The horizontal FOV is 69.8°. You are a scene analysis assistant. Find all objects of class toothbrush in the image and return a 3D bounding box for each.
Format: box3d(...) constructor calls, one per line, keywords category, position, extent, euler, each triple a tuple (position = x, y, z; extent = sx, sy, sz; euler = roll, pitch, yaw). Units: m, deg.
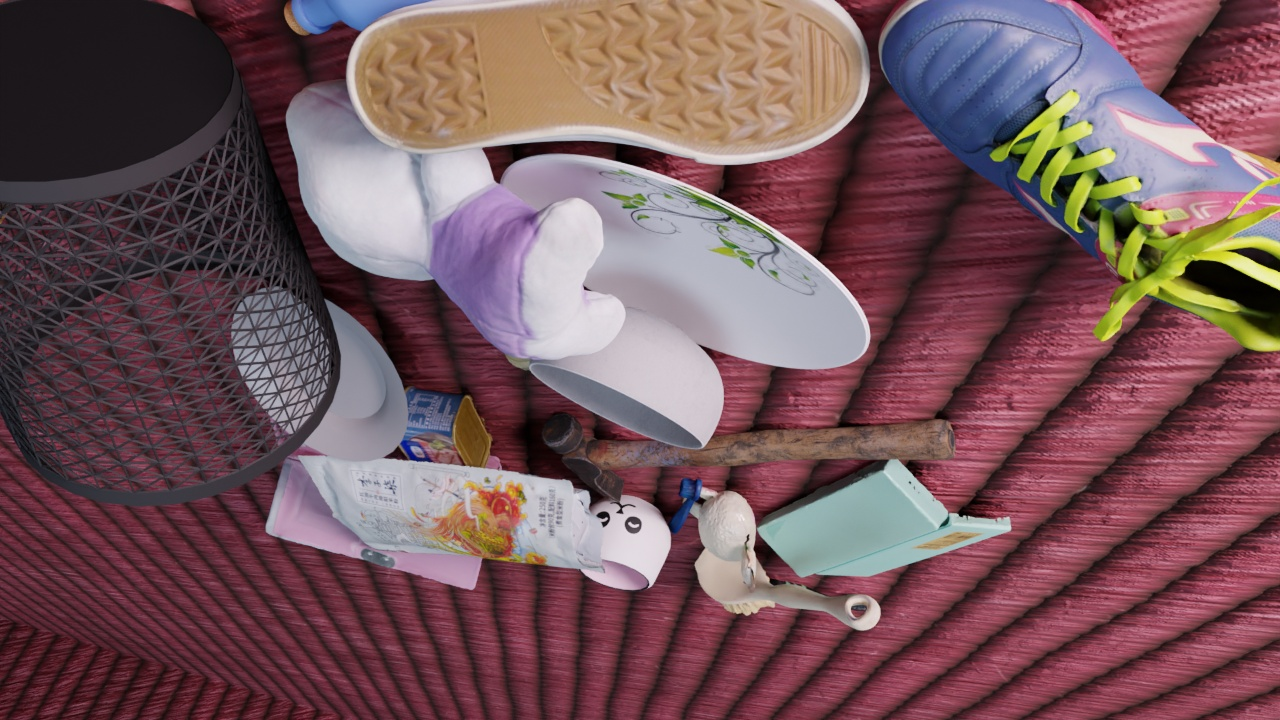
box3d(category="toothbrush", position=(0.149, 0.235, 0.961), extent=(0.188, 0.014, 0.017), euler=(11, 133, 9))
box3d(category="toothbrush", position=(0.036, 0.132, 0.818), extent=(0.017, 0.016, 0.190), euler=(10, 160, 1))

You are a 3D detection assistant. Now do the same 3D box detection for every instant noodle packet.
box3d(category="instant noodle packet", position=(-0.171, 0.144, 0.834), extent=(0.269, 0.057, 0.147), euler=(1, 133, 19))

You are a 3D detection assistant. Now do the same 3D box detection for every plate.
box3d(category="plate", position=(-0.266, 0.011, 0.775), extent=(0.173, 0.019, 0.173), euler=(12, 126, 17))
box3d(category="plate", position=(0.028, -0.062, 0.536), extent=(0.229, 0.030, 0.229), euler=(24, 166, 6))

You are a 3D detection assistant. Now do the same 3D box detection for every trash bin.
box3d(category="trash bin", position=(-0.309, -0.067, 0.560), extent=(0.217, 0.216, 0.244), euler=(15, 140, 2))

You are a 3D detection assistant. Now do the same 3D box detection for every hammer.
box3d(category="hammer", position=(0.085, 0.076, 0.744), extent=(0.331, 0.033, 0.120), euler=(-6, 145, 30))

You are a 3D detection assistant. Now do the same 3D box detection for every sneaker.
box3d(category="sneaker", position=(-0.014, -0.142, 0.435), extent=(0.235, 0.079, 0.087), euler=(-1, 114, 1))
box3d(category="sneaker", position=(0.209, -0.081, 0.400), extent=(0.241, 0.090, 0.117), euler=(26, 148, -12))

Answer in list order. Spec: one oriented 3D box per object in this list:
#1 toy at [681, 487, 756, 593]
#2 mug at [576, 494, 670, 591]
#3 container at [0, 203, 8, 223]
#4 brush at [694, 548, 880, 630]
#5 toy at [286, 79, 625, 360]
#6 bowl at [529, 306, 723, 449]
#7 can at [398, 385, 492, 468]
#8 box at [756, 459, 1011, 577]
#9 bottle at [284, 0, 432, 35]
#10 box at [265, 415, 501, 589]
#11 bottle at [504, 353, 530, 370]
box3d(category="toy", position=(0.080, 0.155, 0.833), extent=(0.112, 0.050, 0.087), euler=(42, 151, 26))
box3d(category="mug", position=(-0.033, 0.170, 0.888), extent=(0.124, 0.076, 0.090), euler=(8, 146, 14))
box3d(category="container", position=(-0.480, -0.132, 0.550), extent=(0.167, 0.183, 0.129), euler=(13, 148, -6))
box3d(category="brush", position=(0.129, 0.208, 0.822), extent=(0.077, 0.062, 0.273), euler=(30, 165, -16))
box3d(category="toy", position=(-0.109, -0.072, 0.514), extent=(0.209, 0.085, 0.138), euler=(31, 162, 21))
box3d(category="bowl", position=(-0.004, 0.004, 0.625), extent=(0.132, 0.064, 0.132), euler=(24, 168, 5))
box3d(category="can", position=(-0.175, 0.068, 0.824), extent=(0.059, 0.053, 0.100), euler=(6, 147, 12))
box3d(category="box", position=(0.201, 0.151, 0.789), extent=(0.138, 0.056, 0.188), euler=(31, 146, -10))
box3d(category="bottle", position=(-0.121, -0.183, 0.435), extent=(0.131, 0.048, 0.048), euler=(-8, 139, 33))
box3d(category="box", position=(-0.260, 0.128, 0.937), extent=(0.233, 0.075, 0.173), euler=(16, 119, 1))
box3d(category="bottle", position=(-0.090, -0.037, 0.643), extent=(0.043, 0.042, 0.110), euler=(6, 147, 16))
